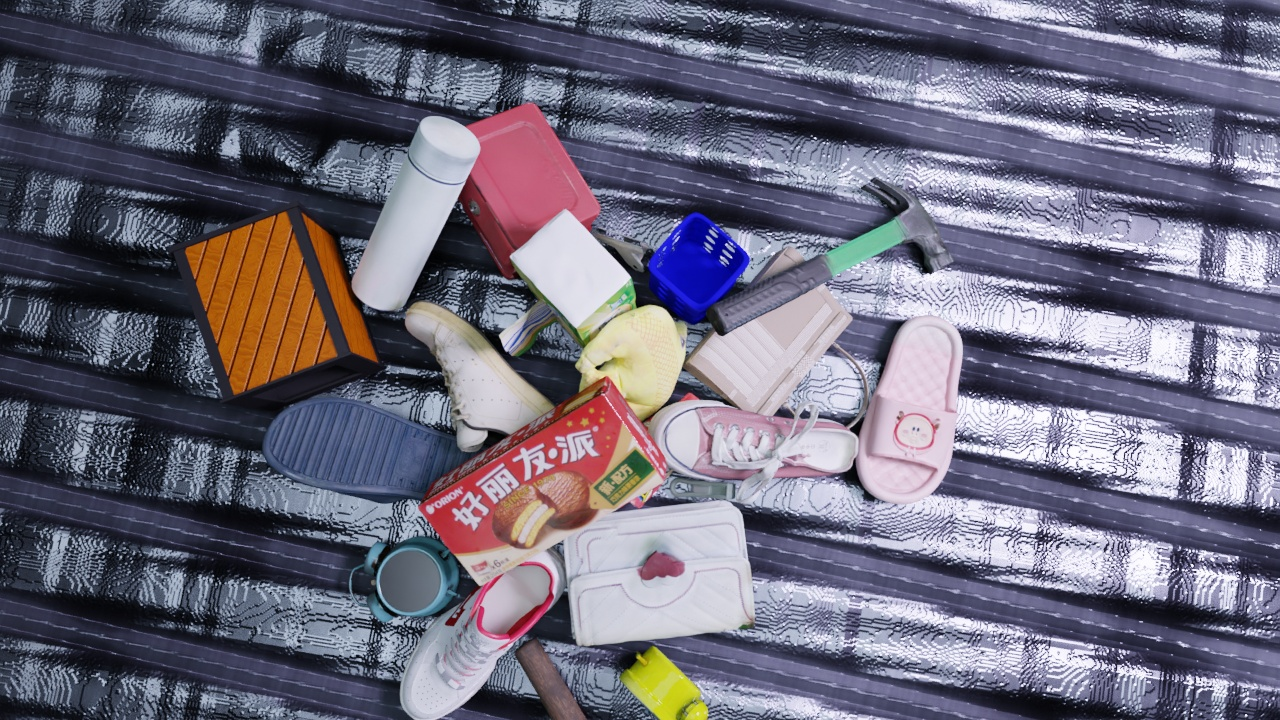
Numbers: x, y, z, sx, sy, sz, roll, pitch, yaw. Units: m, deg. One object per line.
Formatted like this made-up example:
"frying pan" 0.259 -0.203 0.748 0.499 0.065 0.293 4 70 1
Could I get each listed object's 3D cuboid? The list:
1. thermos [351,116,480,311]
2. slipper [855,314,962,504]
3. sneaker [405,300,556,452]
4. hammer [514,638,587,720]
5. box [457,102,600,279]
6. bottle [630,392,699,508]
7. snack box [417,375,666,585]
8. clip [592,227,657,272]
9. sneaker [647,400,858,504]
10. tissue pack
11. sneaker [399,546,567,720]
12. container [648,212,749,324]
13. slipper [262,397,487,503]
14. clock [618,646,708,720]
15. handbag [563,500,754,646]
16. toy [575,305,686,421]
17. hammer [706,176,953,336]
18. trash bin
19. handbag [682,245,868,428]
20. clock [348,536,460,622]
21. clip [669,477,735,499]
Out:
"thermos" -0.246 -0.153 0.989 0.068 0.067 0.231 39 125 3
"slipper" 0.314 0.056 1.042 0.107 0.056 0.221 16 83 -1
"sneaker" -0.183 0.043 1.014 0.241 0.089 0.102 43 68 -2
"hammer" -0.082 0.462 1.006 0.217 0.037 0.300 -32 84 -4
"box" -0.136 -0.196 1.034 0.137 0.127 0.157 -32 85 -9
"bottle" 0.021 0.096 1.033 0.062 0.062 0.137 41 86 4
"snack box" -0.101 0.126 0.953 0.237 0.060 0.113 -31 103 12
"clip" -0.007 -0.134 1.062 0.054 0.102 0.043 34 86 -41
"sneaker" 0.130 0.094 0.987 0.241 0.088 0.118 4 97 -13
"tissue pack" -0.089 -0.055 0.980 0.141 0.198 0.120 -42 76 -4
"sneaker" -0.175 0.297 0.987 0.236 0.104 0.090 -43 86 -4
"container" 0.061 -0.098 1.027 0.084 0.113 0.085 42 85 4
"slipper" -0.281 0.112 1.025 0.263 0.083 0.101 16 70 -17
"clock" 0.031 0.365 0.994 0.119 0.083 0.057 43 78 6
"handbag" 0.019 0.233 1.001 0.198 0.096 0.142 -7 85 -3
"toy" -0.006 0.006 1.001 0.154 0.171 0.064 -28 54 -27
"hammer" 0.206 -0.105 1.015 0.318 0.032 0.130 -27 87 -25
"trash bin" -0.390 -0.053 1.006 0.139 0.140 0.171 -21 84 -3
"handbag" 0.180 0.002 1.052 0.198 0.062 0.175 41 83 -5
"clock" -0.264 0.243 1.019 0.124 0.053 0.090 -9 84 1
"clip" 0.070 0.146 1.044 0.076 0.061 0.023 2 81 15
